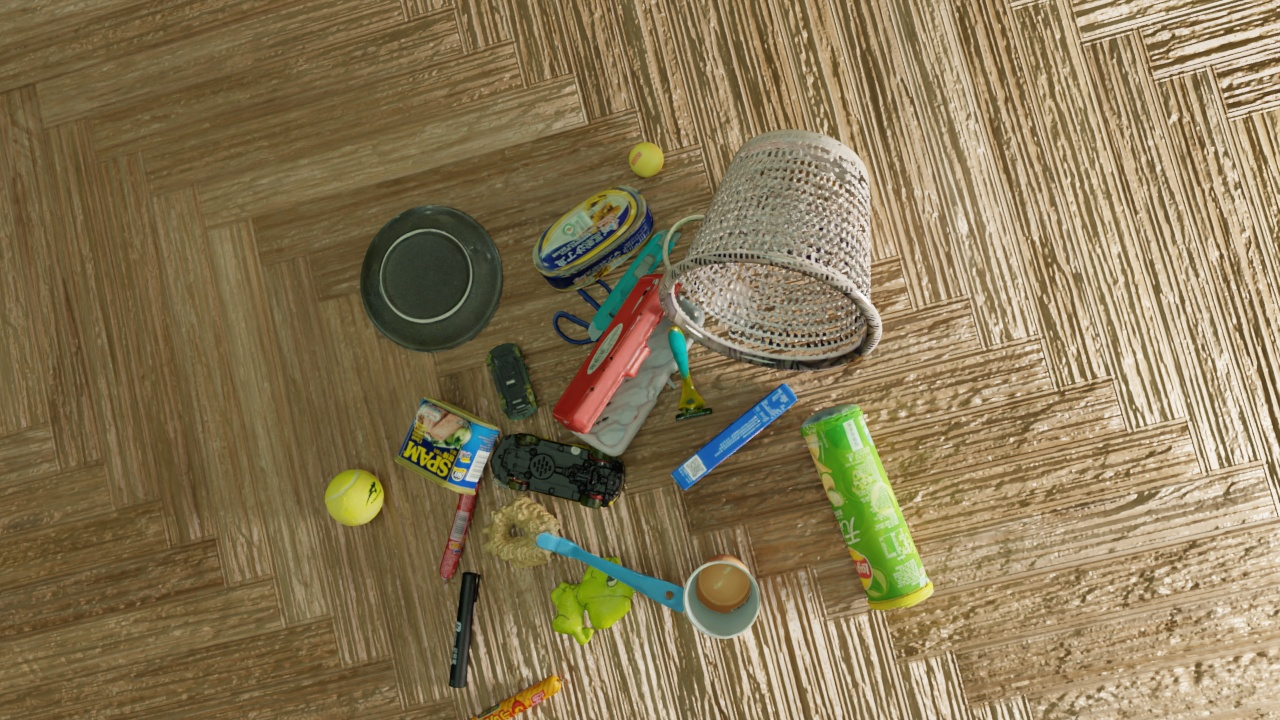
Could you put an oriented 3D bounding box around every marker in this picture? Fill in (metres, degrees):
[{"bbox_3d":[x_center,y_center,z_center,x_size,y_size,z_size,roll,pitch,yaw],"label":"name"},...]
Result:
[{"bbox_3d":[-0.205,0.314,1.070,0.022,0.020,0.132,8,86,-22],"label":"marker"}]

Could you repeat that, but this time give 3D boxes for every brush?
[{"bbox_3d":[-0.065,0.222,1.030,0.255,0.046,0.083,19,82,19],"label":"brush"}]

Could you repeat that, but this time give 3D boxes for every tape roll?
[{"bbox_3d":[0.068,-0.125,1.059,0.086,0.014,0.085,0,87,-3],"label":"tape roll"}]

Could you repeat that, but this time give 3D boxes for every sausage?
[{"bbox_3d":[-0.159,0.405,1.057,0.165,0.021,0.021,-30,84,4],"label":"sausage"},{"bbox_3d":[-0.209,0.187,1.077,0.020,0.020,0.156,15,88,7],"label":"sausage"}]

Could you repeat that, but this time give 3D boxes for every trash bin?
[{"bbox_3d":[0.150,-0.123,0.960,0.227,0.228,0.191,13,66,7],"label":"trash bin"}]

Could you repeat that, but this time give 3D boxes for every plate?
[{"bbox_3d":[-0.254,-0.099,1.098,0.179,0.024,0.179,-1,86,7],"label":"plate"}]

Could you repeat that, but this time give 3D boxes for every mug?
[{"bbox_3d":[0.089,0.246,0.986,0.078,0.122,0.078,0,86,7],"label":"mug"}]

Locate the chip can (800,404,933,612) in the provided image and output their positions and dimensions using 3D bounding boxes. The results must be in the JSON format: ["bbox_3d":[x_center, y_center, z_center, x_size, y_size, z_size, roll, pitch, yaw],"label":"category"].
[{"bbox_3d":[0.244,0.157,0.999,0.072,0.072,0.221,-21,85,5],"label":"chip can"}]

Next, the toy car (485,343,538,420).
[{"bbox_3d":[-0.148,0.025,1.071,0.043,0.036,0.091,-19,85,6],"label":"toy car"}]

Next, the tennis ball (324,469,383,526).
[{"bbox_3d":[-0.334,0.160,1.070,0.065,0.065,0.065,0,86,7],"label":"tennis ball"}]

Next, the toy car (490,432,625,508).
[{"bbox_3d":[-0.094,0.124,1.055,0.156,0.041,0.071,11,88,2],"label":"toy car"}]

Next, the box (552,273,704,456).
[{"bbox_3d":[-0.004,0.007,1.028,0.098,0.095,0.201,36,81,-21],"label":"box"}]

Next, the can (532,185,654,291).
[{"bbox_3d":[-0.054,-0.141,1.057,0.148,0.049,0.074,-34,72,2],"label":"can"}]

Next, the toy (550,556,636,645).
[{"bbox_3d":[-0.053,0.274,1.047,0.100,0.031,0.096,-5,78,9],"label":"toy"}]

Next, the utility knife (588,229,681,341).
[{"bbox_3d":[-0.009,-0.090,1.065,0.029,0.013,0.164,35,84,7],"label":"utility knife"}]

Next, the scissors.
[{"bbox_3d":[-0.019,-0.036,1.073,0.171,0.012,0.141,3,87,5],"label":"scissors"}]

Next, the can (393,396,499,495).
[{"bbox_3d":[-0.222,0.096,1.056,0.102,0.057,0.083,21,87,27],"label":"can"}]

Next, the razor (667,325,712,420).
[{"bbox_3d":[0.048,0.012,1.020,0.043,0.028,0.133,-10,128,8],"label":"razor"}]

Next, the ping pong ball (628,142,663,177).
[{"bbox_3d":[0.007,-0.233,1.066,0.040,0.040,0.040,0,86,7],"label":"ping pong ball"}]

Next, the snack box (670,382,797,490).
[{"bbox_3d":[0.104,0.084,1.013,0.157,0.084,0.026,-39,83,3],"label":"snack box"}]
